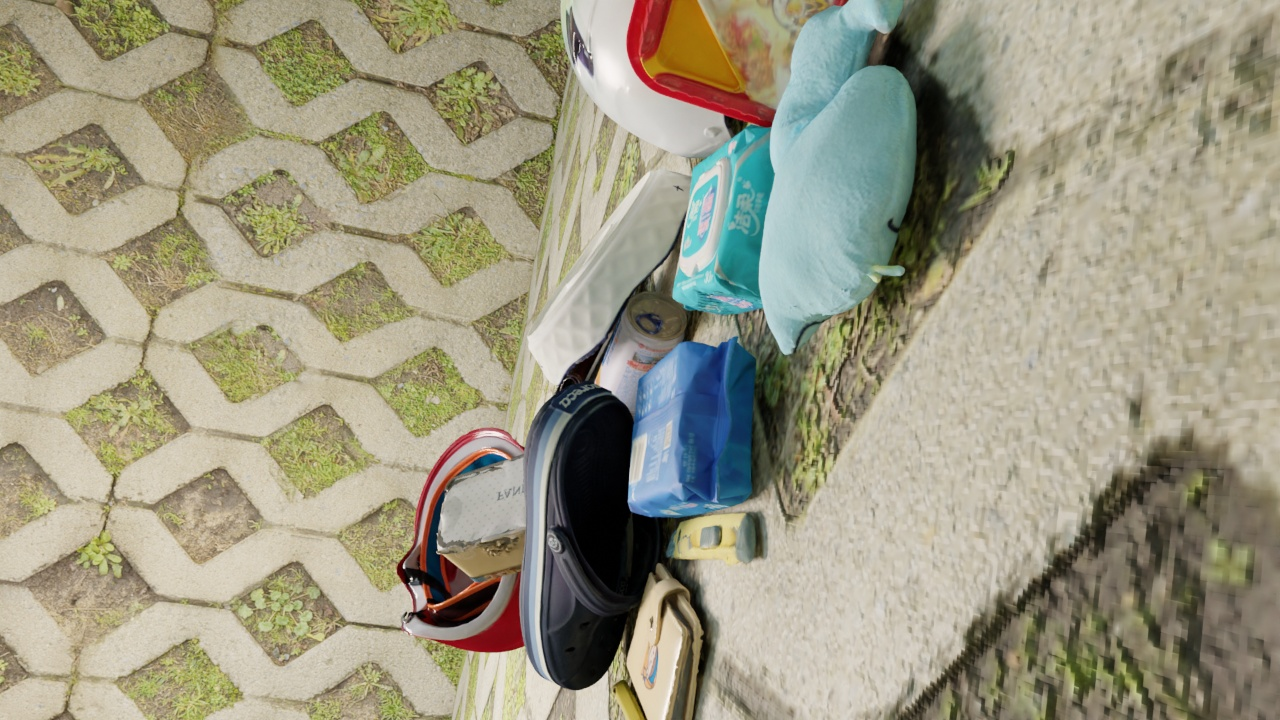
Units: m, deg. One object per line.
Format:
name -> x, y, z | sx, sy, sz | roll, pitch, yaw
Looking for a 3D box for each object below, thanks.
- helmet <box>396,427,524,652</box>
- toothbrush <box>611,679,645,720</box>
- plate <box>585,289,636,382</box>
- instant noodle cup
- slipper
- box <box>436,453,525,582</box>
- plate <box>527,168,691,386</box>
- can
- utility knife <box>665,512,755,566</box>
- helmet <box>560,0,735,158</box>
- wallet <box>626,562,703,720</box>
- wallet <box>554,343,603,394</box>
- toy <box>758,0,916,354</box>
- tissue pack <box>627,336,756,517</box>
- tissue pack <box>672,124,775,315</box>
helmet -> -0.140, 0.195, 0.956 | 0.207, 0.144, 0.239 | -41, 36, 16
toothbrush -> 0.001, 0.251, 0.599 | 0.190, 0.016, 0.015 | -167, 89, -79
plate -> -0.038, 0.012, 0.921 | 0.179, 0.024, 0.179 | -62, 4, 7
instant noodle cup -> 0.063, -0.207, 0.509 | 0.124, 0.116, 0.117 | -74, 2, -54
slipper -> -0.027, 0.136, 0.670 | 0.095, 0.104, 0.253 | 23, 123, 37
box -> -0.086, 0.127, 0.800 | 0.089, 0.185, 0.062 | -88, -27, -42
plate -> -0.025, -0.075, 0.751 | 0.205, 0.045, 0.204 | -51, 9, 11
can -> -0.004, 0.004, 0.760 | 0.135, 0.053, 0.053 | 114, 163, -49
utility knife -> 0.041, 0.109, 0.554 | 0.167, 0.018, 0.031 | 124, 160, -74
helmet -> 0.019, -0.293, 0.684 | 0.228, 0.146, 0.259 | -94, 19, -51
wallet -> 0.014, 0.182, 0.583 | 0.115, 0.024, 0.087 | -148, 71, -79
wallet -> -0.051, -0.003, 0.864 | 0.122, 0.020, 0.097 | -63, 3, -38
toy -> 0.086, -0.086, 0.406 | 0.156, 0.049, 0.162 | -106, 32, -63
tissue pack -> 0.031, 0.045, 0.549 | 0.157, 0.052, 0.095 | 137, 141, -72
tissue pack -> 0.056, -0.078, 0.543 | 0.133, 0.050, 0.093 | 173, 107, -79
